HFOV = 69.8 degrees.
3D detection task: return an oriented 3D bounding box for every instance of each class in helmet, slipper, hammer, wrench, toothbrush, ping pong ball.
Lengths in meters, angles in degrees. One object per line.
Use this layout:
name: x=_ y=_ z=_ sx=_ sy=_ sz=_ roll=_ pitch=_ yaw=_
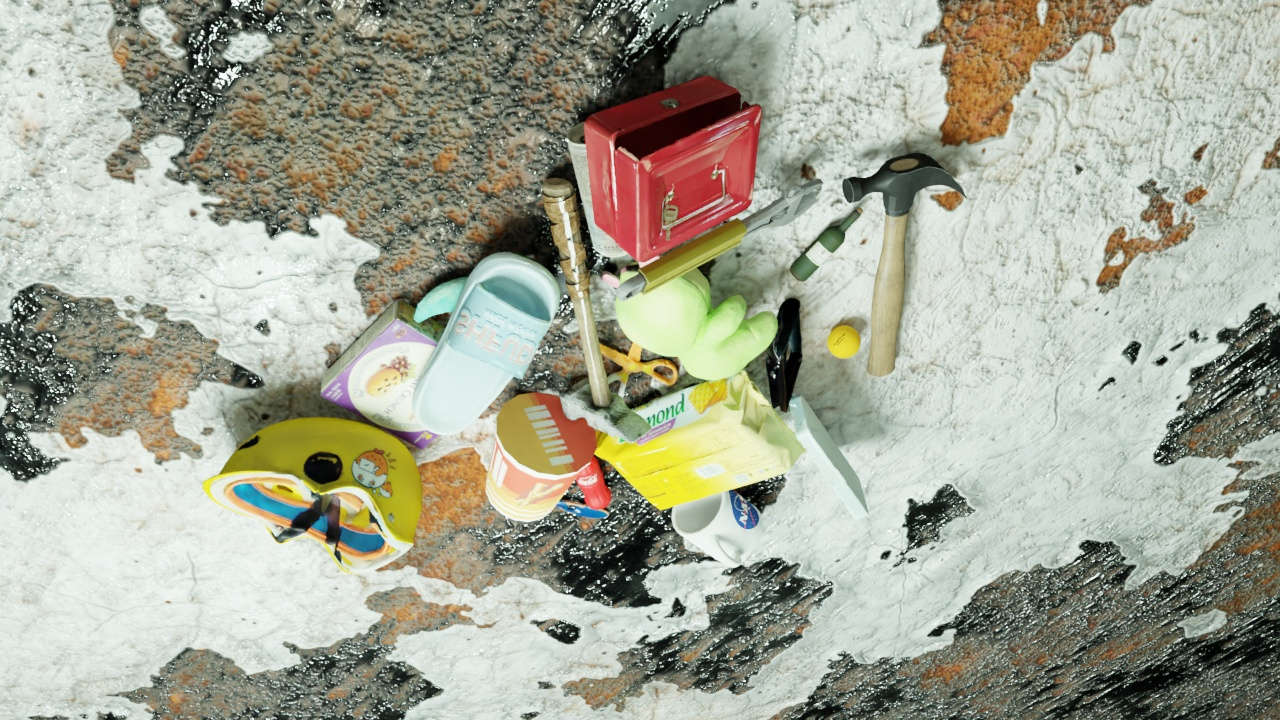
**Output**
helmet: x=-0.365 y=0.137 z=1.080 sx=0.240 sy=0.139 sz=0.210 roll=29 pitch=143 yaw=-18
slipper: x=-0.168 y=-0.006 z=0.993 sx=0.104 sy=0.074 sz=0.246 roll=23 pitch=116 yaw=-30
hammer: x=0.295 y=-0.097 z=1.064 sx=0.132 sy=0.040 sz=0.306 roll=-16 pitch=135 yaw=-8
wrench: x=0.085 y=-0.123 z=0.931 sx=0.272 sy=0.018 sz=0.084 roll=-30 pitch=167 yaw=-23
hammer: x=-0.061 y=-0.049 z=1.018 sx=0.048 sy=0.122 sz=0.319 roll=-34 pitch=129 yaw=-32
toothbrush: x=-0.102 y=0.198 z=1.259 sx=0.135 sy=0.017 sz=0.022 roll=21 pitch=125 yaw=-25
ping pong ball: x=0.249 y=-0.023 z=1.122 sx=0.040 sy=0.040 sz=0.040 roll=-5 pitch=130 yaw=-6

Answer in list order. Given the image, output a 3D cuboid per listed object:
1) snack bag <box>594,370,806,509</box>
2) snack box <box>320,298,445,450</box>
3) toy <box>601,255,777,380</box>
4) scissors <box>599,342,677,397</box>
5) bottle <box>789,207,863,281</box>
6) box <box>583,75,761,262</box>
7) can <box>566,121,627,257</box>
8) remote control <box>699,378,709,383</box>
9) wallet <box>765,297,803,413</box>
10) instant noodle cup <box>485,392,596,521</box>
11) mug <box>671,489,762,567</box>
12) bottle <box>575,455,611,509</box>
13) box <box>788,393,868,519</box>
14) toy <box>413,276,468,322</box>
snack bag: x=0.070 y=0.111 z=1.152 sx=0.248 sy=0.068 sz=0.159 roll=-22 pitch=133 yaw=29
snack box: x=-0.266 y=0.020 z=1.065 sx=0.144 sy=0.040 sz=0.148 roll=-40 pitch=125 yaw=22
toy: x=0.048 y=-0.044 z=1.015 sx=0.196 sy=0.107 sz=0.150 roll=20 pitch=165 yaw=-25
scissors: x=-0.014 y=0.010 z=1.122 sx=0.125 sy=0.011 sz=0.128 roll=30 pitch=119 yaw=-30
bottle: x=0.211 y=-0.132 z=1.034 sx=0.025 sy=0.025 sz=0.106 roll=27 pitch=120 yaw=-28
box: x=0.032 y=-0.187 z=0.884 sx=0.157 sy=0.092 sz=0.129 roll=-29 pitch=137 yaw=-27
can: x=-0.035 y=-0.174 z=0.937 sx=0.054 sy=0.054 sz=0.136 roll=-12 pitch=130 yaw=0
remote control: x=0.101 y=0.078 z=1.200 sx=0.045 sy=0.008 sz=0.147 roll=-8 pitch=130 yaw=-3
wallet: x=0.170 y=-0.006 z=1.080 sx=0.026 sy=0.114 sz=0.089 roll=5 pitch=132 yaw=20
instant noodle cup: x=-0.132 y=0.126 z=1.134 sx=0.123 sy=0.123 sz=0.121 roll=10 pitch=134 yaw=-18
mug: x=0.108 y=0.229 z=1.253 sx=0.091 sy=0.121 sz=0.090 roll=-36 pitch=126 yaw=20
bottle: x=-0.070 y=0.148 z=1.210 sx=0.036 sy=0.036 sz=0.119 roll=-16 pitch=130 yaw=3
box: x=0.228 y=0.103 z=1.161 sx=0.041 sy=0.134 sz=0.197 roll=-27 pitch=129 yaw=14
toy: x=-0.190 y=-0.054 z=1.020 sx=0.105 sy=0.033 sz=0.085 roll=34 pitch=106 yaw=-31
